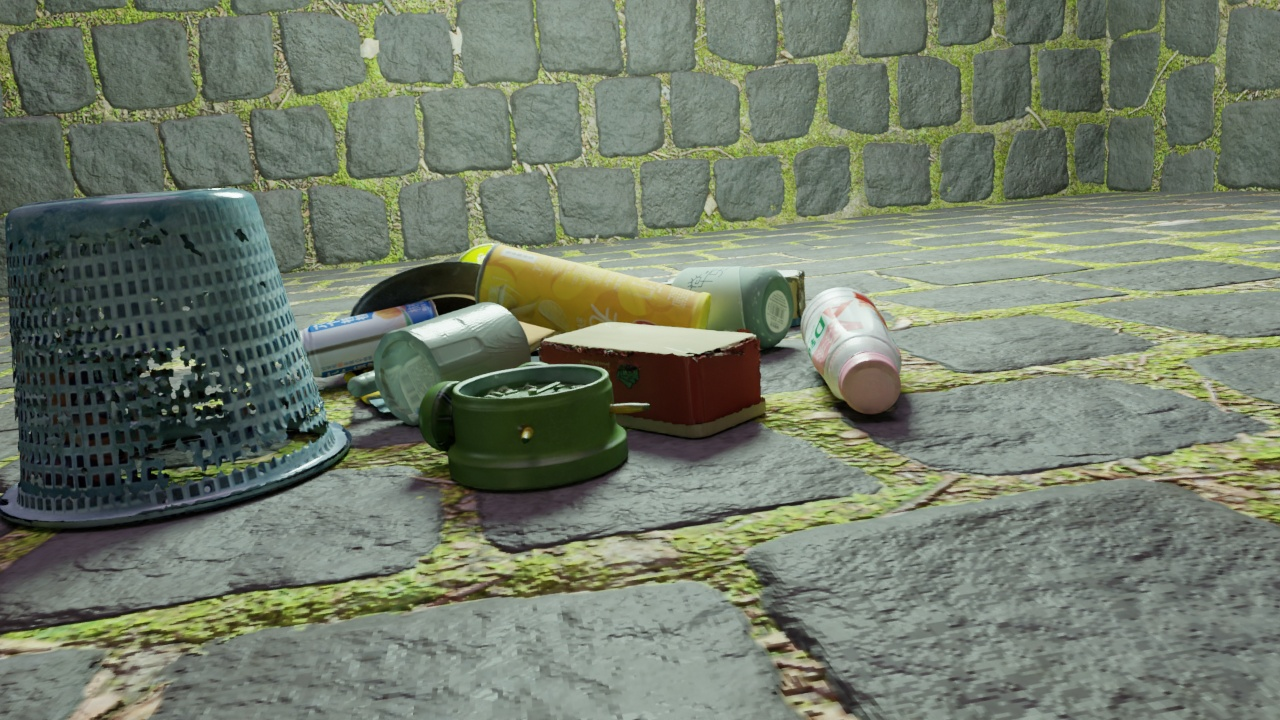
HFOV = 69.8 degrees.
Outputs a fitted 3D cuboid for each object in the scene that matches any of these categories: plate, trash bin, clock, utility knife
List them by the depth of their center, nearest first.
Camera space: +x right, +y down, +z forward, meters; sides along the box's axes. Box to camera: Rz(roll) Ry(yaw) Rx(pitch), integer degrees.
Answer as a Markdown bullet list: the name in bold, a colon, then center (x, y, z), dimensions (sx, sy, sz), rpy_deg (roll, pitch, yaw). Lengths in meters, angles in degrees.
- **clock**: center (-0.078, 0.038, 0.606), dimensions (0.115, 0.056, 0.161), rpy_deg (-12, 13, -37)
- **trash bin**: center (-0.329, -0.015, 0.632), dimensions (0.226, 0.195, 0.226), rpy_deg (-5, 12, 1)
- **utility knife**: center (-0.246, 0.026, 0.850), dimensions (0.033, 0.015, 0.215), rpy_deg (-13, 13, -23)
- **plate**: center (-0.222, -0.047, 0.996), dimensions (0.179, 0.024, 0.180), rpy_deg (-19, -24, -9)

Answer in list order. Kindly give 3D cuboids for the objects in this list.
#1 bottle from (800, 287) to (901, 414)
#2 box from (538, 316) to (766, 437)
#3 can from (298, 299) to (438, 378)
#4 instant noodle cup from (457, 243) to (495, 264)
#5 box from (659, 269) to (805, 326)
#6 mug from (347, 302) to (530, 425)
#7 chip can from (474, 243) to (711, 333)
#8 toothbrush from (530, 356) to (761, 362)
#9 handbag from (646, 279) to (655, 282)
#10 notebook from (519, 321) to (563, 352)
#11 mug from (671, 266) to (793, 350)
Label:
- **bottle**: center (0.164, -0.007, 0.709), dimensions (0.068, 0.068, 0.196), rpy_deg (-4, 15, 7)
- **box**: center (0.006, 0.002, 0.694), dimensions (0.169, 0.077, 0.091), rpy_deg (6, 17, 44)
- **can**: center (-0.268, -0.021, 0.916), dimensions (0.134, 0.053, 0.053), rpy_deg (-14, 13, -17)
- **instant noodle cup**: center (-0.190, -0.085, 1.191), dimensions (0.111, 0.112, 0.123), rpy_deg (-7, 20, -9)
- **box**: center (0.102, -0.071, 1.079), dimensions (0.184, 0.061, 0.089), rpy_deg (-3, 10, 20)
- **mug**: center (-0.170, 0.005, 0.767), dimensions (0.124, 0.083, 0.103), rpy_deg (-10, 8, 35)
- **chip can**: center (-0.044, -0.053, 0.862), dimensions (0.213, 0.072, 0.072), rpy_deg (15, 14, 8)
- **toothbrush**: center (-0.005, 0.005, 0.821), dimensions (0.225, 0.027, 0.026), rpy_deg (-3, -18, 12)
- **handbag**: center (-0.041, -0.074, 1.134), dimensions (0.131, 0.068, 0.120), rpy_deg (3, 13, 36)
- **notebook**: center (-0.125, -0.035, 0.950), dimensions (0.210, 0.012, 0.150), rpy_deg (-33, 25, -31)
- **mug**: center (0.085, -0.044, 0.916), dimensions (0.106, 0.082, 0.111), rpy_deg (5, 45, 39)
